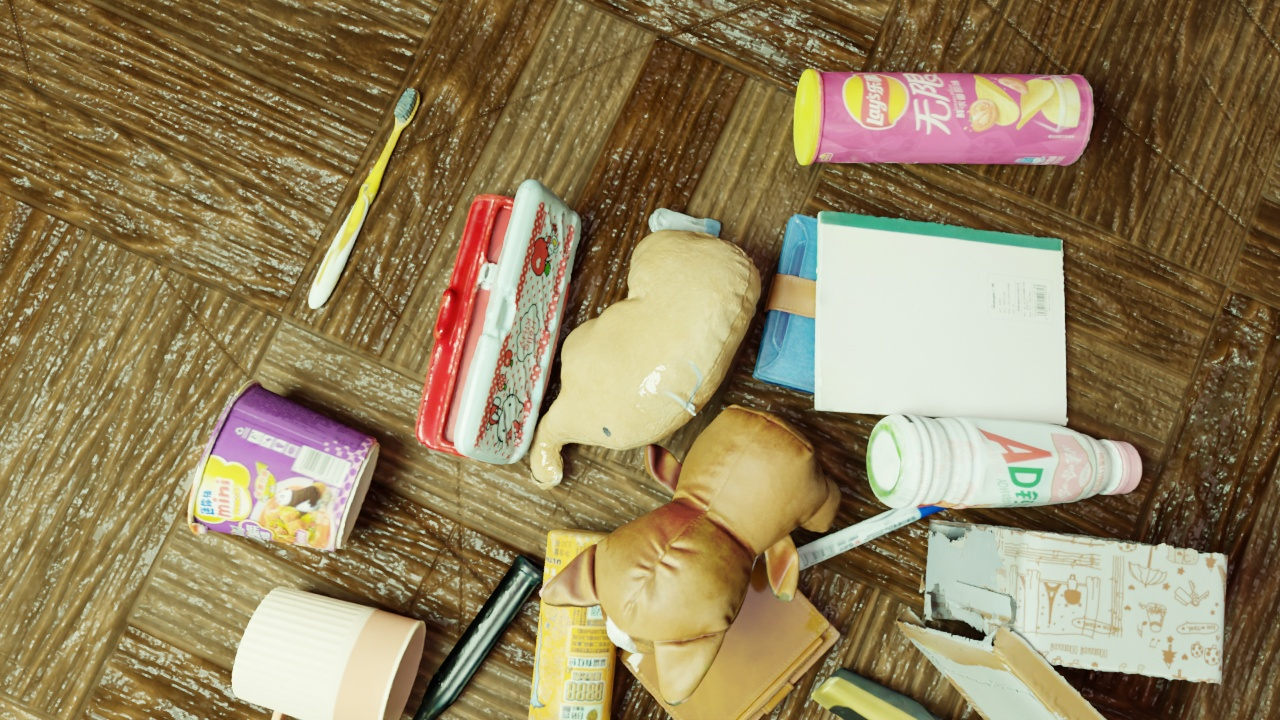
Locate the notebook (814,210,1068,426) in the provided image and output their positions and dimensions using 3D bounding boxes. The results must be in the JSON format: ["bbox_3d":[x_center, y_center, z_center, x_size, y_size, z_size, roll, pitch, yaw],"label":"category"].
[{"bbox_3d":[0.230,-0.030,0.695,0.209,0.012,0.150,4,82,-13],"label":"notebook"}]

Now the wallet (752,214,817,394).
[{"bbox_3d":[0.148,-0.038,0.703,0.106,0.040,0.133,15,82,-4],"label":"wallet"}]

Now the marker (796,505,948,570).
[{"bbox_3d":[0.165,0.127,0.680,0.145,0.017,0.017,-19,84,-14],"label":"marker"}]

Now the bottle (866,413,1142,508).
[{"bbox_3d":[0.269,0.075,0.673,0.197,0.068,0.068,2,83,-11],"label":"bottle"}]

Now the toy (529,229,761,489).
[{"bbox_3d":[-0.004,0.004,0.659,0.082,0.143,0.226,40,85,-34],"label":"toy"}]

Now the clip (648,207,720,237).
[{"bbox_3d":[0.035,-0.104,0.716,0.056,0.028,0.024,16,84,-10],"label":"clip"}]

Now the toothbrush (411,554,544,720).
[{"bbox_3d":[-0.141,0.235,0.665,0.026,0.027,0.212,30,81,43],"label":"toothbrush"}]

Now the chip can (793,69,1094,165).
[{"bbox_3d":[0.229,-0.185,0.705,0.210,0.071,0.071,0,83,-2],"label":"chip can"}]

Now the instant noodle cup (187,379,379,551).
[{"bbox_3d":[-0.245,0.081,0.647,0.099,0.112,0.111,19,82,-9],"label":"instant noodle cup"}]

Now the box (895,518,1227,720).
[{"bbox_3d":[0.264,0.196,0.604,0.150,0.182,0.168,5,83,-1],"label":"box"}]

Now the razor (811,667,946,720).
[{"bbox_3d":[0.201,0.276,0.658,0.167,0.062,0.067,29,53,7],"label":"razor"}]

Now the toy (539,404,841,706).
[{"bbox_3d":[0.041,0.125,0.624,0.140,0.131,0.199,26,54,27],"label":"toy"}]

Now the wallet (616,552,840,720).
[{"bbox_3d":[0.069,0.213,0.669,0.130,0.035,0.119,-42,84,-6],"label":"wallet"}]

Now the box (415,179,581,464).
[{"bbox_3d":[-0.103,-0.028,0.663,0.095,0.099,0.201,13,82,-1],"label":"box"}]

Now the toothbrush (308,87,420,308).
[{"bbox_3d":[-0.215,-0.127,0.712,0.016,0.018,0.191,23,83,3],"label":"toothbrush"}]

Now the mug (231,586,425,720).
[{"bbox_3d":[-0.218,0.224,0.637,0.106,0.082,0.114,15,84,2],"label":"mug"}]

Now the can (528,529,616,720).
[{"bbox_3d":[-0.045,0.196,0.657,0.058,0.058,0.146,6,83,-1],"label":"can"}]
